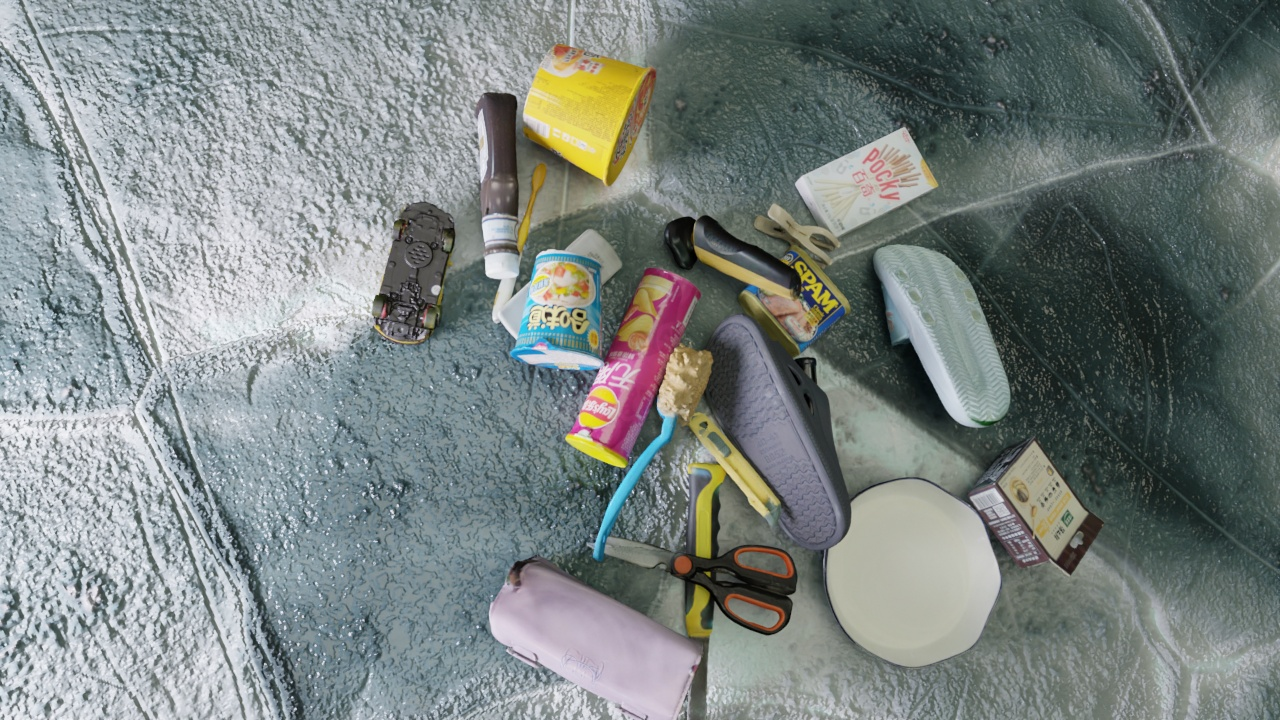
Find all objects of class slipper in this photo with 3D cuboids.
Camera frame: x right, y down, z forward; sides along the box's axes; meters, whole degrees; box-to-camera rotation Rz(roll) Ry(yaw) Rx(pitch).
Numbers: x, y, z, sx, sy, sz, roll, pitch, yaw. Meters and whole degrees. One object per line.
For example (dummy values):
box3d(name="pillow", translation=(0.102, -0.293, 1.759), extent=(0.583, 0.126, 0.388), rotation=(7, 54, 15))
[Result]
box3d(name="slipper", translation=(0.342, -0.030, 1.058), extent=(0.104, 0.074, 0.245), rotation=(-8, 64, -20))
box3d(name="slipper", translation=(0.158, 0.074, 1.006), extent=(0.083, 0.111, 0.268), rotation=(-19, 81, -46))

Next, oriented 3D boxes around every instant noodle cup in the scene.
box3d(name="instant noodle cup", translation=(-0.080, -0.053, 0.960), extent=(0.099, 0.099, 0.109), rotation=(8, 78, -9))
box3d(name="instant noodle cup", translation=(-0.059, -0.275, 1.008), extent=(0.110, 0.138, 0.138), rotation=(24, 76, 4))

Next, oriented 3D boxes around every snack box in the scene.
box3d(name="snack box", translation=(0.446, 0.167, 1.034), extent=(0.113, 0.053, 0.125), rotation=(-32, 86, -39))
box3d(name="snack box", translation=(0.273, -0.212, 1.106), extent=(0.156, 0.027, 0.084), rotation=(-27, 85, -13))

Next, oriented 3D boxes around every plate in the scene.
box3d(name="plate", translation=(0.295, 0.234, 1.019), extent=(0.204, 0.046, 0.204), rotation=(2, 78, -9))

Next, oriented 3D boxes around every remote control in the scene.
box3d(name="remote control", translation=(-0.088, -0.079, 1.015), extent=(0.149, 0.021, 0.058), rotation=(-44, 103, -16))

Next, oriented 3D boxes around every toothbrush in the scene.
box3d(name="toothbrush", translation=(0.191, 0.103, 1.033), extent=(0.027, 0.026, 0.212), rotation=(7, 77, -40))
box3d(name="toothbrush", translation=(-0.135, -0.131, 1.024), extent=(0.016, 0.018, 0.191), rotation=(16, 80, -9))

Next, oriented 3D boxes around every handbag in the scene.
box3d(name="handbag", translation=(-0.042, 0.268, 0.882), extent=(0.197, 0.145, 0.098), rotation=(26, 72, 8))

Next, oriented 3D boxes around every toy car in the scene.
box3d(name="toy car", translation=(-0.239, -0.093, 0.983), extent=(0.071, 0.041, 0.155), rotation=(11, 80, -8))

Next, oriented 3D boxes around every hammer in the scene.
box3d(name="hammer", translation=(0.061, 0.271, 0.976), extent=(0.126, 0.032, 0.323), rotation=(4, 79, -10))

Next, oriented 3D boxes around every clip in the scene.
box3d(name="clip", translation=(0.184, -0.147, 1.069), extent=(0.100, 0.072, 0.034), rotation=(30, 76, -7))

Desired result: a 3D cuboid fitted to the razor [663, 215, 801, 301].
box3d(name="razor", translation=(0.103, -0.110, 1.016), extent=(0.167, 0.062, 0.068), rotation=(29, 119, 23))

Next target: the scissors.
box3d(name="scissors", translation=(0.059, 0.206, 0.966), extent=(0.235, 0.022, 0.141), rotation=(36, 66, 4))

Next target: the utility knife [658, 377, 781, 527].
box3d(name="utility knife", translation=(0.083, 0.094, 1.004), extent=(0.030, 0.022, 0.210), rotation=(-31, 67, -30))

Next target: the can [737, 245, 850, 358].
box3d(name="can", translation=(0.174, -0.065, 1.046), extent=(0.083, 0.057, 0.102), rotation=(-41, 88, -12))

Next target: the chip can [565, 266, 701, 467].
box3d(name="chip can", translation=(-0.006, 0.006, 0.993), extent=(0.071, 0.071, 0.210), rotation=(25, 76, -5))

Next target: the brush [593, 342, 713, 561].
box3d(name="brush", translation=(0.010, 0.091, 0.958), extent=(0.046, 0.083, 0.254), rotation=(25, 75, 15))

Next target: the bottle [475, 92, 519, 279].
box3d(name="bottle", translation=(-0.153, -0.187, 0.996), extent=(0.044, 0.080, 0.194), rotation=(-1, 82, -16))
